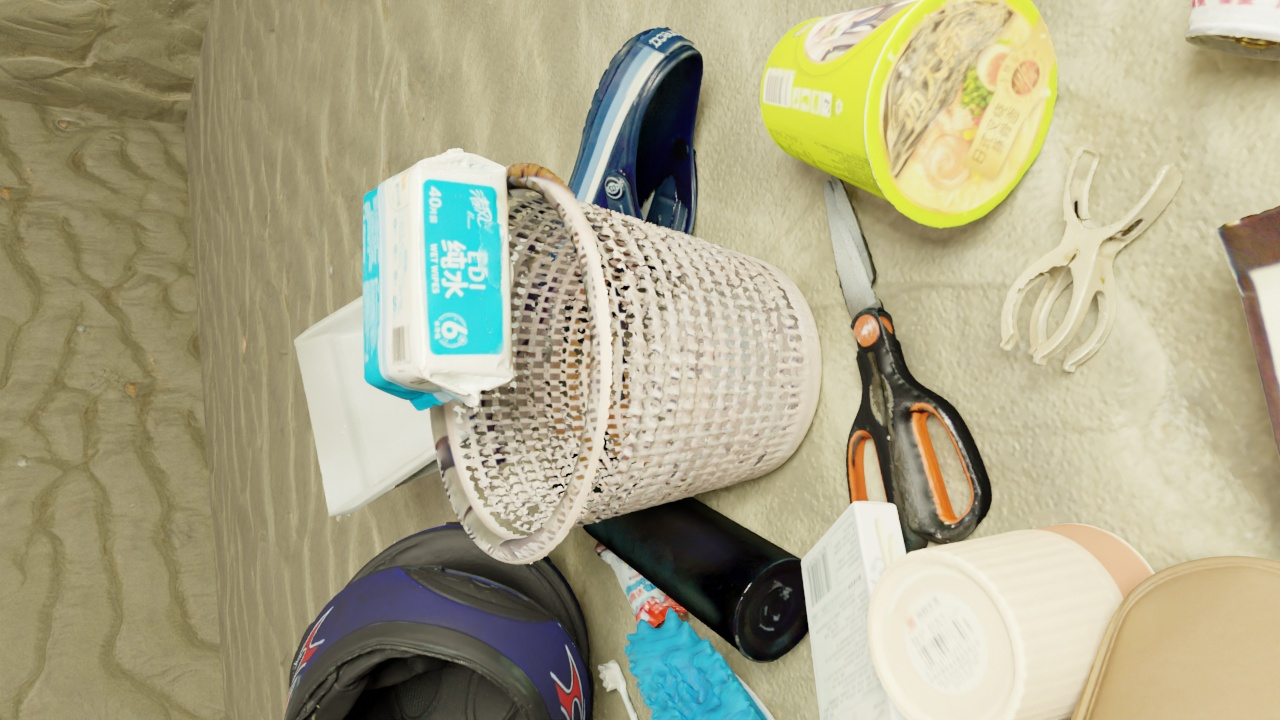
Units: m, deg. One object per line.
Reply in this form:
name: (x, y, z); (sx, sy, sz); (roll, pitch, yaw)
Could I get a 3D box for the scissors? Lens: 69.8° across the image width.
scissors: (0.126, 0.001, 0.536); (0.140, 0.021, 0.234); (-56, 46, 39)

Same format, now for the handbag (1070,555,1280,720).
handbag: (0.214, 0.174, 0.300); (0.148, 0.099, 0.204); (0, 58, 60)

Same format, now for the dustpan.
dustpan: (-0.192, -0.014, 0.859); (0.143, 0.257, 0.222); (96, 154, -52)

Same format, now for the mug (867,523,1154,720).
mug: (0.162, 0.132, 0.405); (0.082, 0.105, 0.114); (25, 109, 54)

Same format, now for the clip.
clip: (0.201, -0.046, 0.420); (0.074, 0.034, 0.101); (40, 116, 50)

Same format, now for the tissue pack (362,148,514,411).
tissue pack: (-0.112, -0.042, 0.509); (0.090, 0.063, 0.140); (-6, 85, 54)

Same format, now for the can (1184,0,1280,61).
can: (0.249, -0.181, 0.333); (0.053, 0.053, 0.133); (34, 116, 51)

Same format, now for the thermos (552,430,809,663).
thermos: (0.020, 0.113, 0.648); (0.243, 0.068, 0.090); (24, 102, 54)

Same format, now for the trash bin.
trash bin: (-0.005, 0.003, 0.575); (0.228, 0.191, 0.227); (-3, 86, 56)

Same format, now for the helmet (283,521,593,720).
helmet: (-0.152, 0.251, 0.742); (0.239, 0.247, 0.316); (-78, 7, -60)

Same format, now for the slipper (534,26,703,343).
slipper: (-0.001, -0.111, 0.670); (0.095, 0.104, 0.253); (35, 129, 19)

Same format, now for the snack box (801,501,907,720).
snack box: (0.118, 0.161, 0.477); (0.085, 0.027, 0.156); (111, 161, -53)

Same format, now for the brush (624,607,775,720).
brush: (0.094, 0.273, 0.533); (0.060, 0.109, 0.314); (-43, 37, -1)

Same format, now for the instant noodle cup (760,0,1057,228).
instant noodle cup: (0.127, -0.136, 0.476); (0.123, 0.111, 0.112); (39, 121, 59)

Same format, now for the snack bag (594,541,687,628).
snack bag: (-0.001, 0.168, 0.709); (0.045, 0.026, 0.105); (-41, 46, 8)

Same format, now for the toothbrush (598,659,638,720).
toothbrush: (0.007, 0.313, 0.707); (0.180, 0.016, 0.016); (60, 146, 36)

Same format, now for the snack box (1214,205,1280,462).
snack box: (0.270, 0.000, 0.297); (0.113, 0.053, 0.125); (-21, 71, 54)
